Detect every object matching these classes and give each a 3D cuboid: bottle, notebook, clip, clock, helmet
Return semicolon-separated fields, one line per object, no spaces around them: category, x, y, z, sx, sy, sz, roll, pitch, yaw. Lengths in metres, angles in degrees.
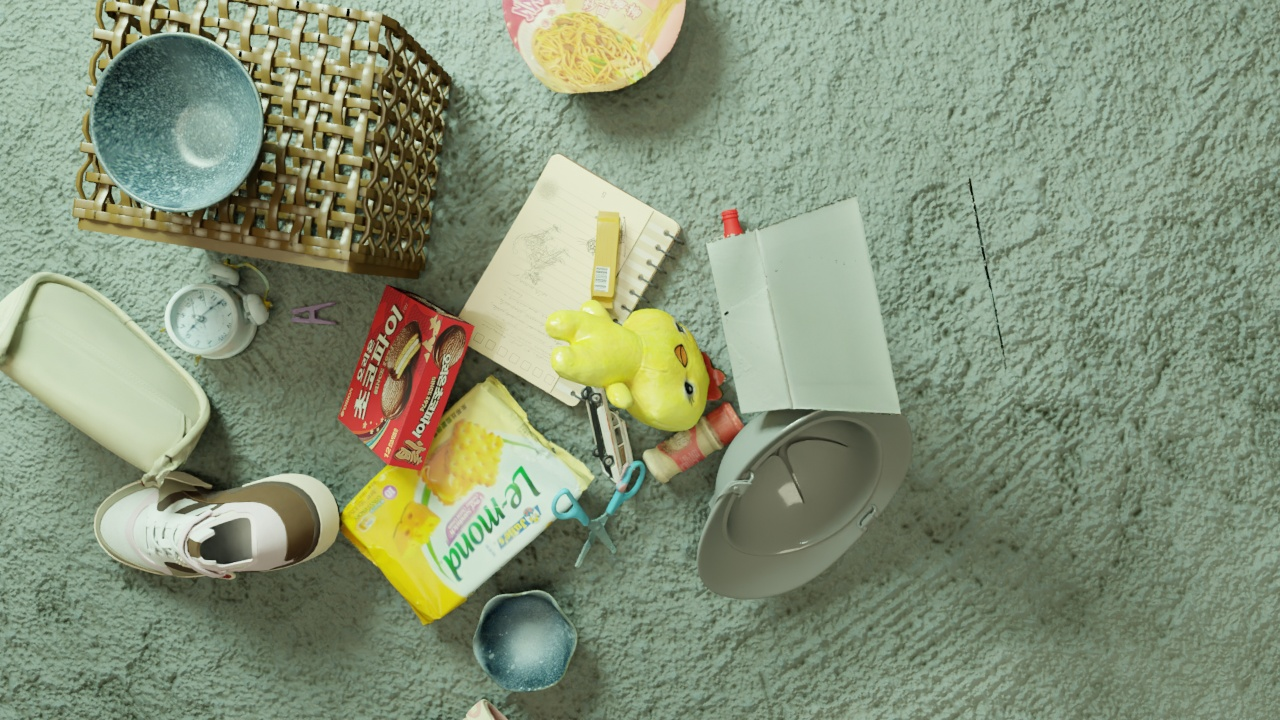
bottle;0.102;-0.097;0.952;0.036;0.036;0.119;-10;93;3
notebook;-0.075;-0.082;0.967;0.167;0.024;0.225;31;94;1
bottle;0.057;0.087;0.964;0.109;0.044;0.044;-32;92;4
clip;-0.351;-0.051;0.985;0.051;0.013;0.032;0;92;5
clock;-0.442;-0.053;0.967;0.083;0.057;0.117;45;87;-1
helmet;0.146;0.112;0.930;0.183;0.117;0.272;18;120;-26

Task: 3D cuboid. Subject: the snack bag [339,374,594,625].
snack bag;-0.187;0.147;0.965;0.247;0.068;0.159;-41;93;4

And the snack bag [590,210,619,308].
snack bag;-0.036;-0.103;0.940;0.026;0.020;0.099;4;92;-1

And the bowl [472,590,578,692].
bowl;-0.119;0.292;0.978;0.110;0.055;0.110;0;93;3

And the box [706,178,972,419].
box;0.165;-0.047;0.801;0.164;0.330;0.167;-14;94;-13

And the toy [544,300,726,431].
toy;-0.005;0.005;0.907;0.092;0.207;0.133;-31;53;32

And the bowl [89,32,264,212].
bowl;-0.356;-0.184;0.732;0.137;0.057;0.137;0;94;2

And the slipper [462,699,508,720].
slipper;-0.165;0.405;0.980;0.197;0.093;0.081;6;74;0

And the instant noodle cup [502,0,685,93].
instant noodle cup;-0.044;-0.352;0.921;0.178;0.077;0.178;0;95;2

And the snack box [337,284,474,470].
snack box;-0.241;0.014;0.930;0.035;0.133;0.152;17;96;-42

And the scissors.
scissors;-0.049;0.158;0.944;0.129;0.015;0.135;16;103;-42

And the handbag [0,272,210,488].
handbag;-0.561;0.038;0.925;0.229;0.184;0.132;39;97;-17

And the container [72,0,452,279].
container;-0.341;-0.204;0.870;0.251;0.219;0.214;9;94;1

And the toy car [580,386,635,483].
toy car;-0.033;0.070;0.957;0.039;0.039;0.113;-17;110;-19

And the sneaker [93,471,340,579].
sneaker;-0.459;0.178;0.928;0.294;0.116;0.112;-2;94;19
